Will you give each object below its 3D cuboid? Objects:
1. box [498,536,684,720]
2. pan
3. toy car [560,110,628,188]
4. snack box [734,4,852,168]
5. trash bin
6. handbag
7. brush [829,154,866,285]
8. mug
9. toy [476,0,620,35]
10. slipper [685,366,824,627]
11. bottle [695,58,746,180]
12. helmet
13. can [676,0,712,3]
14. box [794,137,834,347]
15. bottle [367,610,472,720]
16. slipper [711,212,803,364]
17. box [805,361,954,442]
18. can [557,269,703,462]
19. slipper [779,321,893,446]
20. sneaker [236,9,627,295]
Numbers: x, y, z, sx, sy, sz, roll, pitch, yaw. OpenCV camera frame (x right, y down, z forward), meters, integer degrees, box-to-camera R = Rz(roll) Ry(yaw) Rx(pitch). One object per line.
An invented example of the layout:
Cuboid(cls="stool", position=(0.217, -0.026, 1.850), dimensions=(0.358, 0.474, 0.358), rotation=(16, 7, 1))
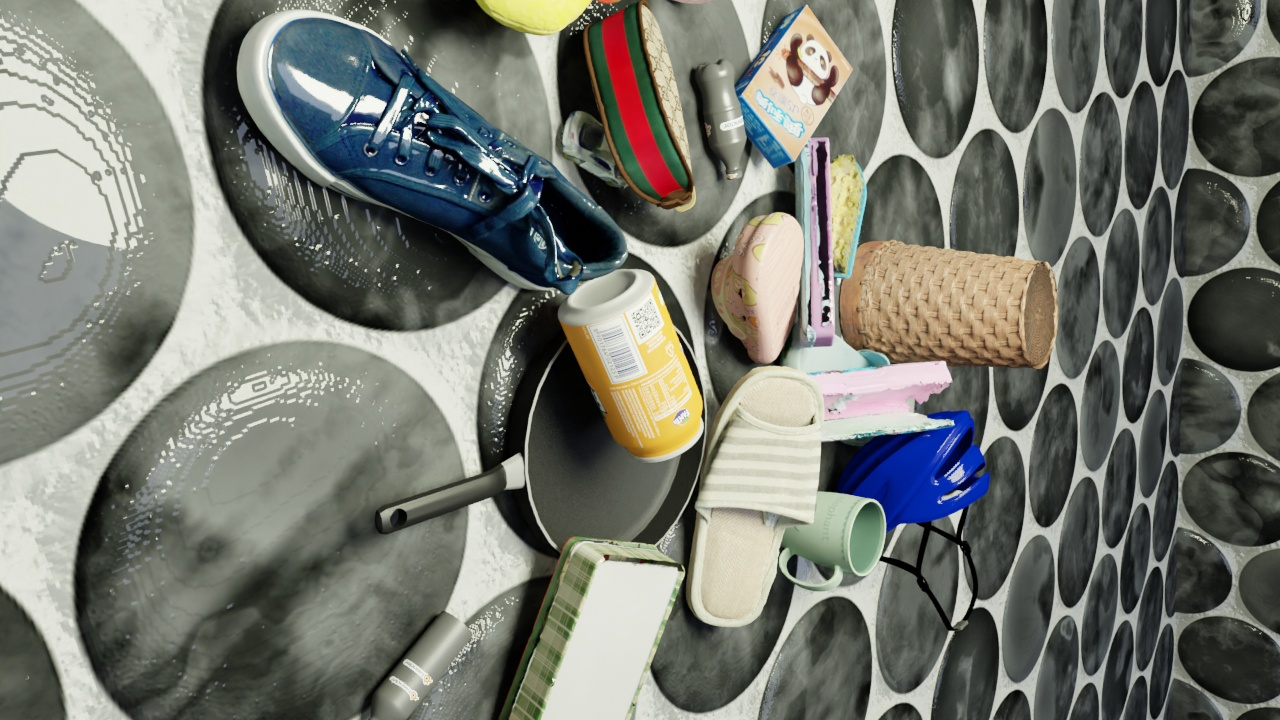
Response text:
Cuboid(cls="box", position=(-0.045, 0.248, 0.755), dimensions=(0.117, 0.050, 0.205), rotation=(17, 93, -45))
Cuboid(cls="pan", position=(-0.066, 0.077, 0.745), dimensions=(0.355, 0.034, 0.225), rotation=(-14, 106, -46))
Cuboid(cls="toy car", position=(-0.029, -0.173, 0.758), dimensions=(0.089, 0.027, 0.038), rotation=(21, 77, -48))
Cuboid(cls="snack box", position=(0.151, -0.276, 0.925), dimensions=(0.087, 0.034, 0.151), rotation=(45, 62, -23))
Cuboid(cls="trash bin", position=(0.362, -0.065, 1.071), dimensions=(0.151, 0.210, 0.151), rotation=(-7, 100, -48))
Cuboid(cls="handbag", position=(0.012, -0.203, 0.755), dimensions=(0.138, 0.063, 0.166), rotation=(2, 72, -68))
Cuboid(cls="brush", position=(0.219, -0.157, 1.020), dimensions=(0.075, 0.055, 0.135), rotation=(32, 70, -69))
Cuboid(cls="mug", position=(0.197, 0.196, 1.001), dimensions=(0.084, 0.104, 0.111), rotation=(47, 61, -41))
Cuboid(cls="toy", position=(-0.103, -0.296, 0.620), dimensions=(0.207, 0.092, 0.133), rotation=(17, 76, -38))
Cuboid(cls="slipper", position=(0.107, 0.138, 0.878), dimensions=(0.114, 0.054, 0.273), rotation=(13, 105, -6))
Cuboid(cls="bottle", position=(0.079, -0.225, 0.864), dimensions=(0.036, 0.036, 0.110), rotation=(-34, 119, -41))
Cuboid(cls="helmet", position=(0.332, 0.184, 1.050), dimensions=(0.147, 0.242, 0.227), rotation=(-14, 62, -49))
Cuboid(cls="can", position=(0.046, -0.357, 0.788), dimensions=(0.067, 0.067, 0.076), rotation=(15, 83, -48))
Cuboid(cls="box", position=(0.178, -0.120, 0.945), dimensions=(0.076, 0.036, 0.214), rotation=(48, 42, -76))
Cuboid(cls="bottle", position=(-0.168, 0.233, 0.654), dimensions=(0.112, 0.030, 0.030), rotation=(-50, 128, -32))
Cuboid(cls="slipper", position=(0.106, -0.068, 0.892), dimensions=(0.093, 0.081, 0.197), rotation=(-59, 157, -24))
Cuboid(cls="box", position=(0.218, 0.056, 0.950), dimensions=(0.230, 0.085, 0.076), rotation=(-5, 64, -24))
Cuboid(cls="can", position=(-0.004, 0.004, 0.720), dimensions=(0.078, 0.079, 0.142), rotation=(-44, 124, -35))
Cuboid(cls="slipper", position=(0.243, 0.031, 1.055), dimensions=(0.245, 0.074, 0.104), rotation=(32, 72, -44))
Cuboid(cls="sneaker", position=(-0.112, -0.125, 0.602), dimensions=(0.294, 0.127, 0.120), rotation=(30, 71, -44))
